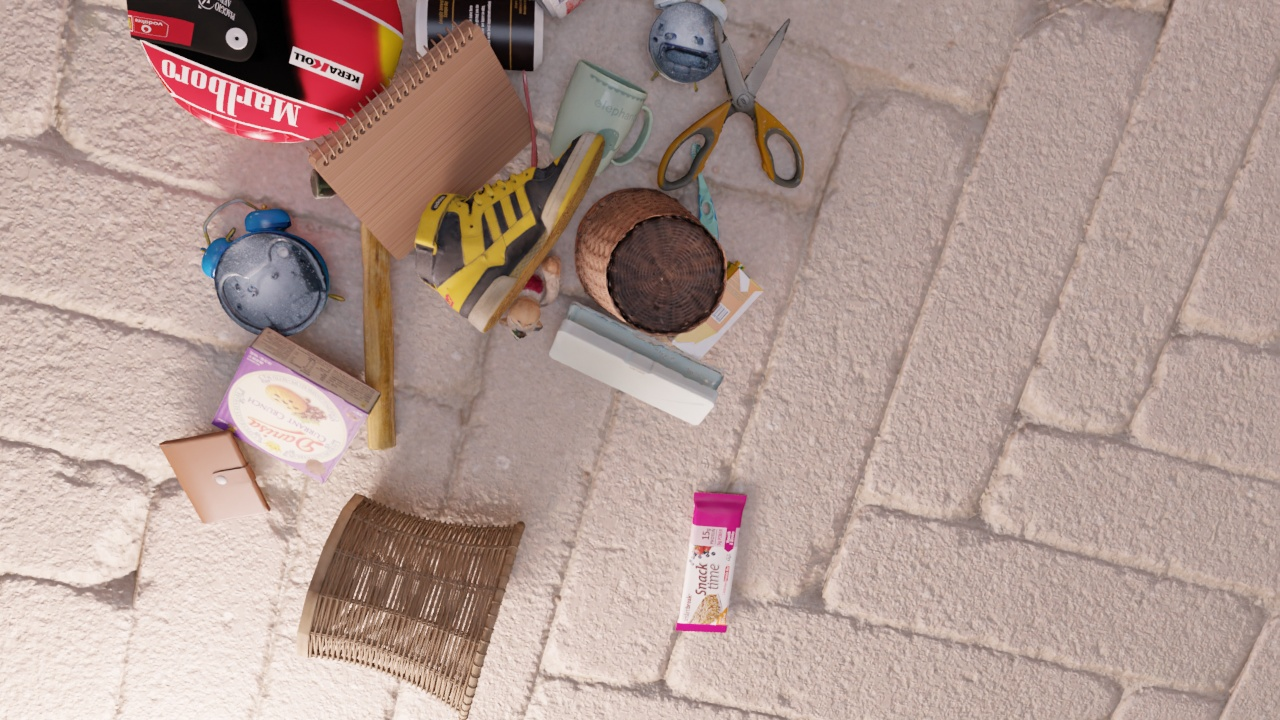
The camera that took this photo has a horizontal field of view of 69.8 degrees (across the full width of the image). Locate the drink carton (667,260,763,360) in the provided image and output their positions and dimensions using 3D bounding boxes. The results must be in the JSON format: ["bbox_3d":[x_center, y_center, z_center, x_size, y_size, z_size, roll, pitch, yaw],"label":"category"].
[{"bbox_3d":[0.087,-0.060,1.076,0.041,0.058,0.122,40,97,-15],"label":"drink carton"}]

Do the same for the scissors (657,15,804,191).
[{"bbox_3d":[0.101,-0.264,1.014,0.226,0.016,0.225,-30,124,2],"label":"scissors"}]

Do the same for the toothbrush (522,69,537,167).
[{"bbox_3d":[-0.115,-0.225,1.008,0.015,0.015,0.185,-9,122,-9],"label":"toothbrush"}]

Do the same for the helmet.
[{"bbox_3d":[-0.368,-0.328,0.877,0.270,0.197,0.225,17,99,-17],"label":"helmet"}]

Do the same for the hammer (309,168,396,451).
[{"bbox_3d":[-0.293,-0.052,1.032,0.132,0.033,0.331,-11,116,-35],"label":"hammer"}]

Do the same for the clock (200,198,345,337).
[{"bbox_3d":[-0.410,-0.102,1.007,0.117,0.060,0.161,-33,104,4],"label":"clock"}]

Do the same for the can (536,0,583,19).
[{"bbox_3d":[-0.059,-0.426,0.952,0.136,0.078,0.078,-38,106,4],"label":"can"}]

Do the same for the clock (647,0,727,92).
[{"bbox_3d":[0.050,-0.357,0.994,0.083,0.057,0.118,11,103,-9],"label":"clock"}]

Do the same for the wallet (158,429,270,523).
[{"bbox_3d":[-0.492,0.137,1.065,0.087,0.013,0.121,-10,121,4],"label":"wallet"}]

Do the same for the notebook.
[{"bbox_3d":[-0.216,-0.224,0.939,0.210,0.022,0.169,-44,147,-9],"label":"notebook"}]

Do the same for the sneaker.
[{"bbox_3d":[-0.144,-0.158,0.957,0.122,0.086,0.238,34,95,-2],"label":"sneaker"}]

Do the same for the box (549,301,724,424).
[{"bbox_3d":[-0.007,0.009,1.058,0.199,0.070,0.085,24,117,-2],"label":"box"}]

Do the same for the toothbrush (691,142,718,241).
[{"bbox_3d":[0.075,-0.184,1.064,0.022,0.017,0.135,-13,106,-11],"label":"toothbrush"}]

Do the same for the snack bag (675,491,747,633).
[{"bbox_3d":[0.091,0.264,1.185,0.070,0.016,0.197,5,104,-7],"label":"snack bag"}]

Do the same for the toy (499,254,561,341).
[{"bbox_3d":[-0.137,-0.074,1.038,0.085,0.074,0.106,9,98,-10],"label":"toy"}]

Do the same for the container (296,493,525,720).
[{"bbox_3d":[-0.258,0.270,1.046,0.196,0.226,0.227,17,102,-4],"label":"container"}]

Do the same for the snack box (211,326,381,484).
[{"bbox_3d":[-0.387,0.054,1.030,0.143,0.040,0.148,32,126,-13],"label":"snack box"}]

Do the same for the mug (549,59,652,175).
[{"bbox_3d":[-0.038,-0.258,1.005,0.111,0.084,0.104,10,116,-38],"label":"mug"}]

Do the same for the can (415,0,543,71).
[{"bbox_3d":[-0.167,-0.344,0.964,0.128,0.072,0.072,1,104,-7],"label":"can"}]

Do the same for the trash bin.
[{"bbox_3d":[0.007,-0.101,0.978,0.151,0.210,0.151,-1,105,-6],"label":"trash bin"}]
